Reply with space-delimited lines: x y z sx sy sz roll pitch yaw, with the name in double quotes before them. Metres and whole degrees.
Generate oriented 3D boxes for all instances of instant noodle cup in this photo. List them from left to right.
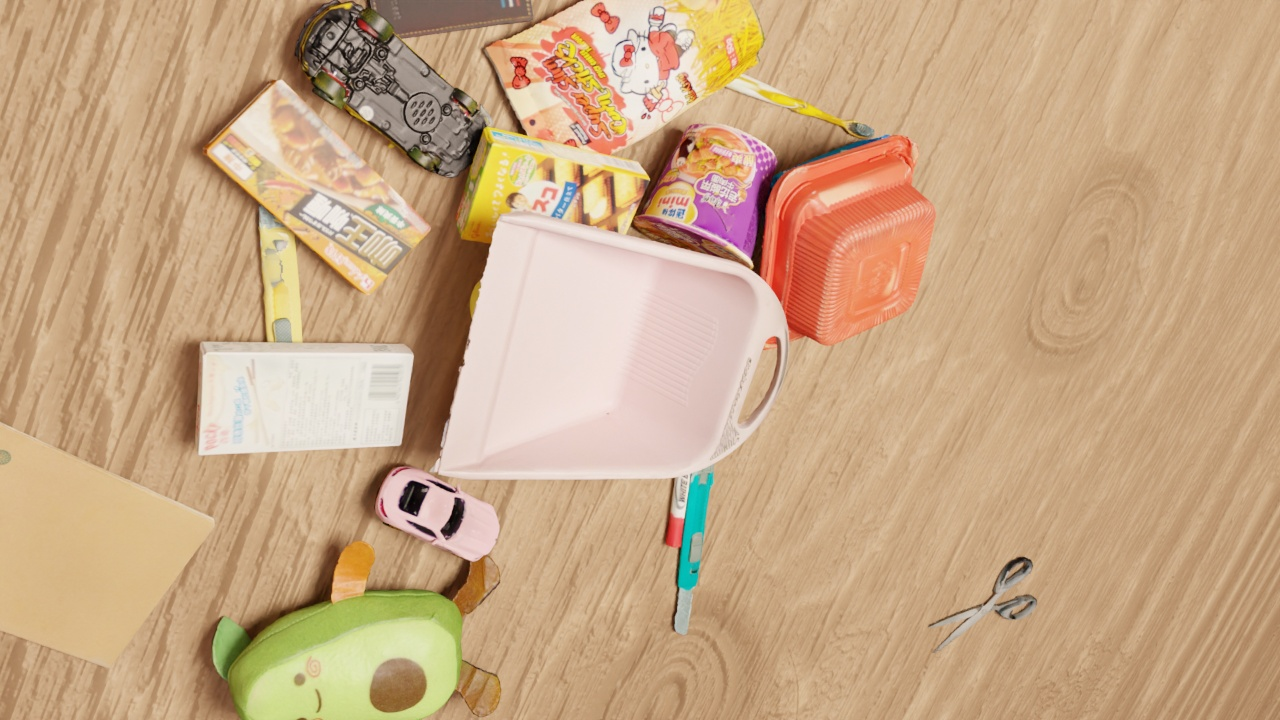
"instant noodle cup" 0.061 -0.143 0.787 0.111 0.112 0.099 22 88 -31
"instant noodle cup" 0.184 -0.092 0.803 0.164 0.079 0.189 -23 135 -23

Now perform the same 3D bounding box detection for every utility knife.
"utility knife" -0.279 -0.041 0.708 0.030 0.018 0.165 -8 107 -30
"utility knife" 0.055 0.196 0.954 0.029 0.013 0.205 -2 109 -25

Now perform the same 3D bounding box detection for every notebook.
"notebook" -0.455 0.136 0.685 0.207 0.008 0.148 36 90 -31

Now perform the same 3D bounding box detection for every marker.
"marker" 0.042 0.119 0.918 0.017 0.017 0.145 -2 109 -26

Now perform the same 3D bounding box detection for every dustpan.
"dustpan" -0.004 0.004 0.746 0.272 0.139 0.223 -13 126 -50

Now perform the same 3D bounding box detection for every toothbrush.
"toothbrush" 0.144 -0.235 0.841 0.191 0.018 0.016 11 100 -30

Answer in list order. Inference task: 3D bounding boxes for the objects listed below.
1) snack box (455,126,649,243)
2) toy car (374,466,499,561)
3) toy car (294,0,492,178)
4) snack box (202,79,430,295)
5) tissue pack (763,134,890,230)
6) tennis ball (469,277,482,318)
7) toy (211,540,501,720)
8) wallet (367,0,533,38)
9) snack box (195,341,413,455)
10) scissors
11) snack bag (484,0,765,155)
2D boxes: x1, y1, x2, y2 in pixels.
"snack box" -0.071 -0.131 0.747 0.140 0.033 0.087 8 126 -28
"toy car" -0.172 0.134 0.797 0.122 0.037 0.056 34 66 -32
"toy car" -0.180 -0.196 0.681 0.155 0.041 0.071 35 90 -41
"snack box" -0.237 -0.126 0.684 0.075 0.026 0.154 -50 123 -11
"tissue pack" 0.179 -0.147 0.868 0.157 0.052 0.095 -24 121 -17
"tennis ball" -0.108 -0.044 0.758 0.065 0.065 0.065 -9 111 -24
"toy" -0.231 0.259 0.792 0.246 0.090 0.227 -5 100 -29
"wallet" -0.145 -0.294 0.680 0.122 0.020 0.096 -15 114 -19
"snack box" -0.261 0.029 0.719 0.156 0.027 0.085 0 113 -32
"scissors" 0.453 0.322 1.194 0.174 0.014 0.159 20 98 -29
"snack bag" -0.008 -0.242 0.747 0.207 0.073 0.129 -30 119 -5
